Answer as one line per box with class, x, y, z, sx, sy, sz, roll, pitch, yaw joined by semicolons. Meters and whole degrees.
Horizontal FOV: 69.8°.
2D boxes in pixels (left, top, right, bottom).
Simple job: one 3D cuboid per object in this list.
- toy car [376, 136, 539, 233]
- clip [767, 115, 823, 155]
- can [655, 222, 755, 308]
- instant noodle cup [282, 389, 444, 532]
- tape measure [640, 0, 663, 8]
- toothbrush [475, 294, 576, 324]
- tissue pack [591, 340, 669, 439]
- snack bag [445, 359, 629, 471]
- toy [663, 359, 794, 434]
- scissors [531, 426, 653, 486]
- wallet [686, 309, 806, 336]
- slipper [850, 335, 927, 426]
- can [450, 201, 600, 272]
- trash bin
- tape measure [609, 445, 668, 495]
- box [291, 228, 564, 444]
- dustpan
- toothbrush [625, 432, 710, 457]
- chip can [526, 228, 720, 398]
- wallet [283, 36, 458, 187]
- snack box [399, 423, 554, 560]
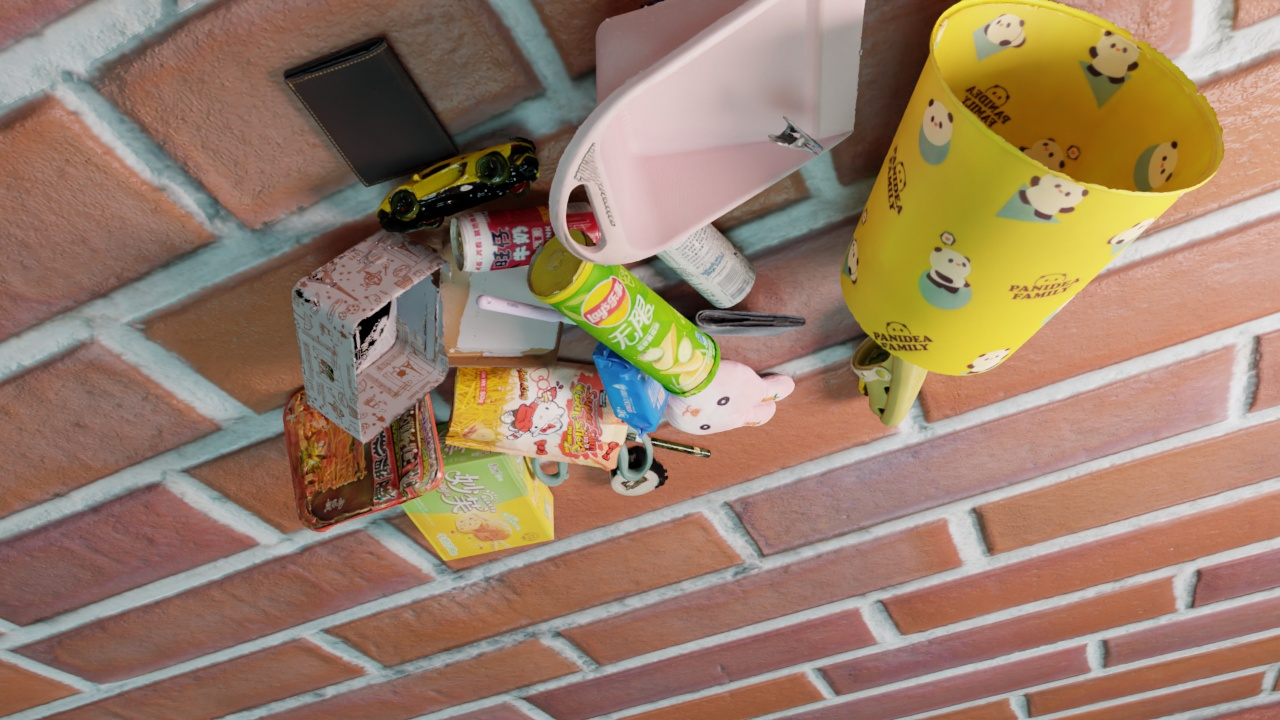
toy car;-0.162;-0.152;0.806;0.156;0.041;0.071;-20;175;11
clip;0.129;-0.183;0.760;0.057;0.024;0.030;7;127;-50
can;0.050;-0.110;0.887;0.058;0.058;0.146;-31;134;25
instant noodle cup;-0.297;0.093;1.013;0.189;0.164;0.079;-19;161;14
tape measure;0.024;-0.261;0.735;0.058;0.025;0.055;8;138;-18
toothbrush;-0.094;-0.046;0.907;0.021;0.029;0.189;-6;172;34
tissue pack;-0.006;0.006;0.988;0.052;0.094;0.157;6;143;21
snack bag;-0.112;0.057;1.043;0.207;0.073;0.129;8;106;-14
toy;0.104;0.044;1.082;0.159;0.054;0.122;3;139;-23
scissors;-0.044;0.098;1.118;0.179;0.019;0.173;20;116;-20
wallet;0.104;-0.037;0.976;0.120;0.019;0.097;2;175;-11
slipper;0.285;-0.002;1.042;0.081;0.091;0.191;27;156;21
can;-0.103;-0.113;0.840;0.132;0.053;0.053;-10;142;-22
trash bin;0.304;-0.134;0.786;0.229;0.229;0.256;3;144;-11
tape measure;-0.008;0.147;1.196;0.066;0.033;0.066;-27;134;21
box;-0.201;-0.040;0.909;0.273;0.124;0.179;-20;146;-29
dustpan;0.062;-0.174;0.726;0.273;0.138;0.223;-10;153;8
toothbrush;0.007;0.103;1.158;0.185;0.017;0.012;14;119;-22
chip can;-0.007;-0.038;0.863;0.073;0.072;0.221;-30;138;24
wallet;-0.224;-0.204;0.771;0.096;0.020;0.122;-14;140;14
snack box;-0.211;0.164;1.157;0.158;0.070;0.210;-12;139;6
